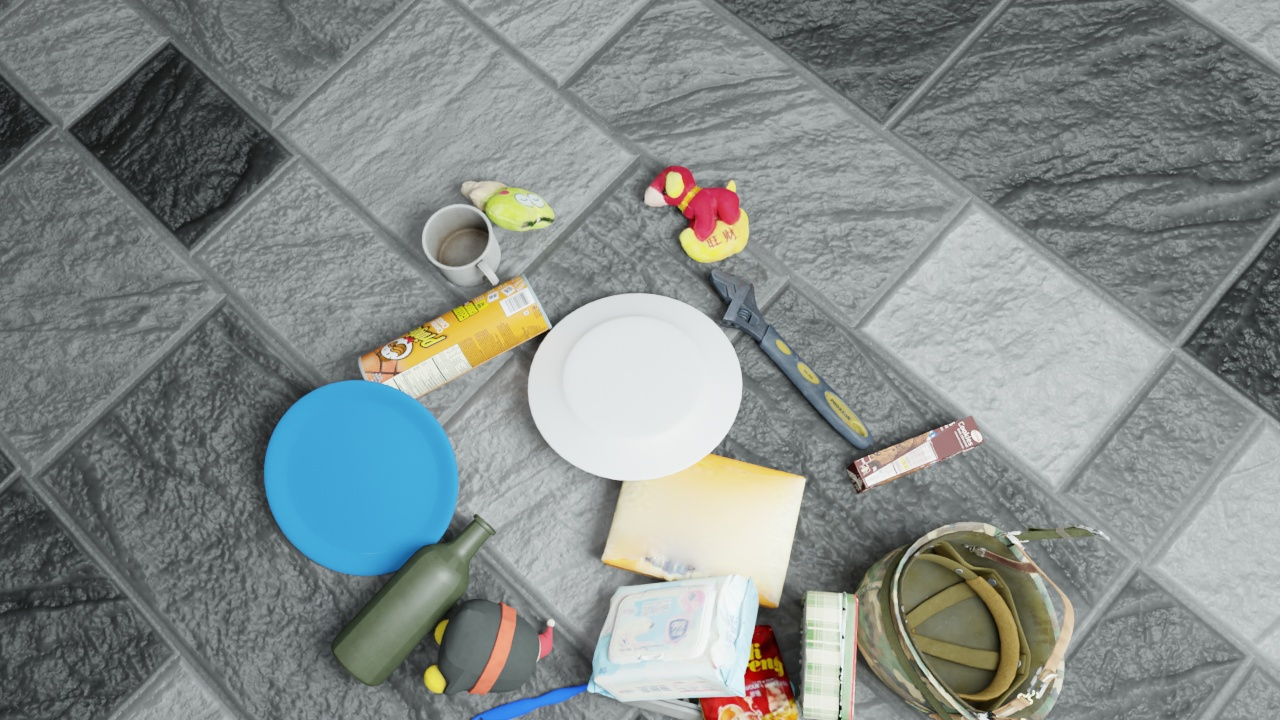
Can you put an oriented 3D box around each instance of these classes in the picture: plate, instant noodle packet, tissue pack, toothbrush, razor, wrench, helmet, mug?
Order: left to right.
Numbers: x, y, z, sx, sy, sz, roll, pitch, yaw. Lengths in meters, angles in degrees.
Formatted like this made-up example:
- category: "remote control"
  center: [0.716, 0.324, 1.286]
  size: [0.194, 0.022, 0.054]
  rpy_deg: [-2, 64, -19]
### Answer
- category: "plate"
  center: [-0.315, 0.133, 1.045]
  size: [0.224, 0.024, 0.224]
  rpy_deg: [0, 96, 4]
- category: "mug"
  center: [-0.206, -0.127, 1.109]
  size: [0.084, 0.070, 0.113]
  rpy_deg: [-39, 76, -8]
- category: "toothbrush"
  center: [-0.097, 0.367, 0.998]
  size: [0.182, 0.018, 0.016]
  rpy_deg: [-18, 74, 1]
- category: "plate"
  center: [-0.007, 0.021, 1.034]
  size: [0.242, 0.016, 0.242]
  rpy_deg: [-1, 60, 2]
- category: "tissue pack"
  center: [0.030, 0.281, 0.930]
  size: [0.182, 0.070, 0.111]
  rpy_deg: [-15, 43, 32]
- category: "razor"
  center: [0.037, 0.322, 0.990]
  size: [0.088, 0.047, 0.116]
  rpy_deg: [13, 68, 7]
- category: "instant noodle packet"
  center: [0.109, 0.341, 0.945]
  size: [0.098, 0.040, 0.135]
  rpy_deg: [-4, 54, -16]
- category: "wrench"
  center: [0.171, -0.003, 1.073]
  size: [0.073, 0.022, 0.273]
  rpy_deg: [-34, 77, -36]
- category: "helmet"
  center: [0.331, 0.260, 0.892]
  size: [0.224, 0.237, 0.192]
  rpy_deg: [25, 62, -6]

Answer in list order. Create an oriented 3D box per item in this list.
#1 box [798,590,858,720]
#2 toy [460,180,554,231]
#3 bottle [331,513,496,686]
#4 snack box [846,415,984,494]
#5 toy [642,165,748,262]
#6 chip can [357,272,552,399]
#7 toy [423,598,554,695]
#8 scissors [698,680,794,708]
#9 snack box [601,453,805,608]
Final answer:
- category: "box"
  center: [0.182, 0.289, 0.904]
  size: [0.050, 0.205, 0.117]
  rpy_deg: [1, 72, 10]
- category: "toy"
  center: [-0.166, -0.192, 1.123]
  size: [0.115, 0.091, 0.046]
  rpy_deg: [29, 115, 19]
- category: "bottle"
  center: [-0.241, 0.256, 1.006]
  size: [0.071, 0.071, 0.206]
  rpy_deg: [41, 80, 13]
- category: "snack box"
  center: [0.306, 0.106, 1.026]
  size: [0.141, 0.051, 0.031]
  rpy_deg: [-21, 74, -3]
- category: "toy"
  center: [0.076, -0.184, 1.117]
  size: [0.105, 0.067, 0.137]
  rpy_deg: [-43, 84, -12]
- category: "chip can"
  center: [-0.216, -0.021, 1.078]
  size: [0.215, 0.075, 0.075]
  rpy_deg: [-28, 75, -5]
- category: "toy"
  center: [-0.156, 0.309, 0.978]
  size: [0.119, 0.097, 0.100]
  rpy_deg: [24, 121, -14]
- category: "scissors"
  center: [0.120, 0.394, 0.955]
  size: [0.133, 0.012, 0.134]
  rpy_deg: [-19, 79, -30]
- category: "snack box"
  center: [0.069, 0.177, 1.004]
  size: [0.195, 0.081, 0.145]
  rpy_deg: [13, 75, 7]
